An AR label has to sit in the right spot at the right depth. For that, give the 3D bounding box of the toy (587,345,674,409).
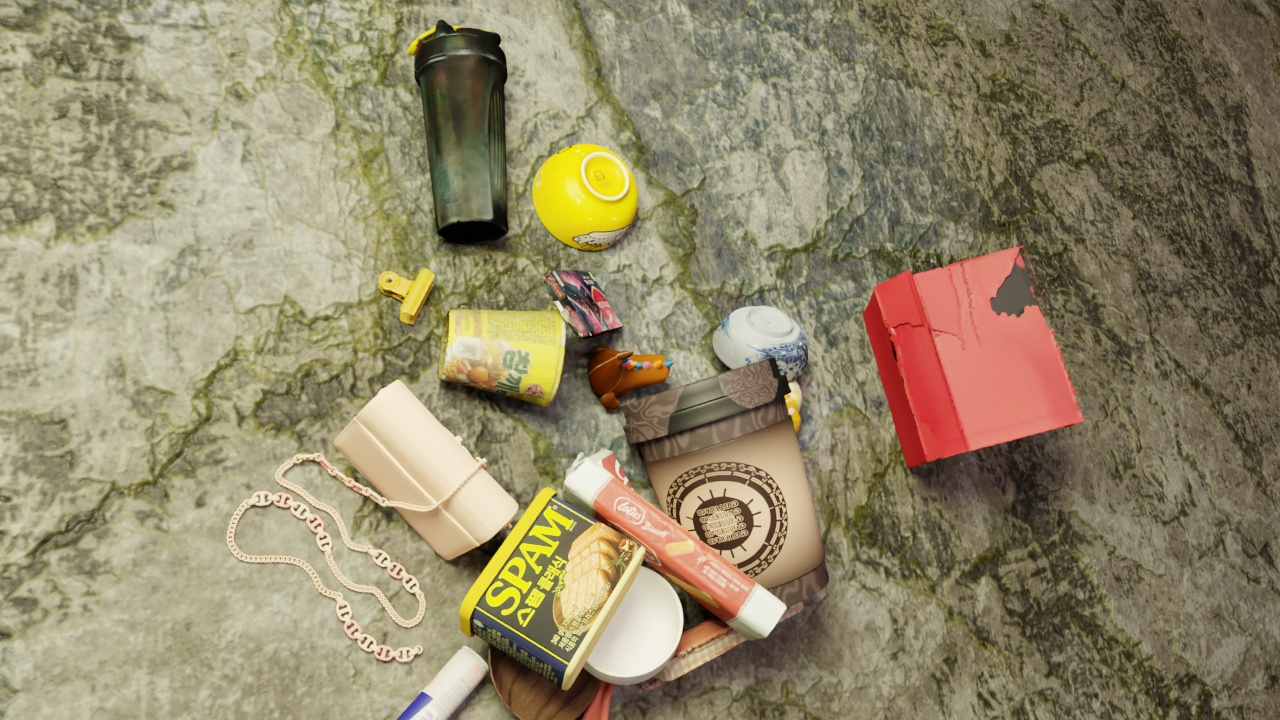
[{"bbox_3d":[-0.006,0.006,0.941,0.090,0.103,0.070,-4,74,-23],"label":"toy"}]

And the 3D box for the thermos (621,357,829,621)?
[{"bbox_3d":[0.093,0.128,0.920,0.172,0.173,0.226,-17,88,-32],"label":"thermos"}]

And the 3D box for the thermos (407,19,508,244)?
[{"bbox_3d":[-0.179,-0.234,0.933,0.098,0.098,0.220,1,78,-29],"label":"thermos"}]

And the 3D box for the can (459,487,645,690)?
[{"bbox_3d":[-0.073,0.195,0.786,0.104,0.075,0.134,28,56,11],"label":"can"}]

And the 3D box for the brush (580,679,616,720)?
[{"bbox_3d":[-0.025,0.296,0.865,0.030,0.041,0.172,58,43,-50],"label":"brush"}]

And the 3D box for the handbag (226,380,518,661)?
[{"bbox_3d":[-0.209,0.139,0.770,0.199,0.117,0.186,48,57,-7],"label":"handbag"}]

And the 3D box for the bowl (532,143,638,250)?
[{"bbox_3d":[-0.052,-0.186,0.999,0.117,0.068,0.117,10,68,-26],"label":"bowl"}]

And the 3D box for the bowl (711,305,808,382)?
[{"bbox_3d":[0.140,-0.028,1.031,0.114,0.045,0.114,9,38,-7],"label":"bowl"}]

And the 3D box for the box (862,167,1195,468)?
[{"bbox_3d":[0.361,-0.016,0.976,0.107,0.411,0.211,-9,77,-19],"label":"box"}]

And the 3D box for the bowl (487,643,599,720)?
[{"bbox_3d":[-0.093,0.271,0.833,0.119,0.032,0.119,20,57,-33],"label":"bowl"}]

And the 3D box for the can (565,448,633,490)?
[{"bbox_3d":[-0.031,0.140,0.907,0.053,0.054,0.096,-28,88,-33],"label":"can"}]

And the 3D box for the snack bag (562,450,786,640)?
[{"bbox_3d":[0.025,0.169,0.827,0.225,0.078,0.041,35,70,7],"label":"snack bag"}]

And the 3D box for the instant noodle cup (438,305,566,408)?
[{"bbox_3d":[-0.134,-0.009,0.881,0.108,0.102,0.102,7,69,-18],"label":"instant noodle cup"}]

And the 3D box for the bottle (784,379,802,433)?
[{"bbox_3d":[0.152,0.039,1.039,0.063,0.063,0.108,27,50,-19],"label":"bottle"}]

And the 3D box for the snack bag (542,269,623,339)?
[{"bbox_3d":[-0.056,-0.058,0.926,0.018,0.155,0.074,-32,89,12],"label":"snack bag"}]

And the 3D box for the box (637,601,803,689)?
[{"bbox_3d":[0.082,0.276,0.911,0.186,0.079,0.054,-17,55,-31],"label":"box"}]

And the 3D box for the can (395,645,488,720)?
[{"bbox_3d":[-0.173,0.292,0.788,0.032,0.032,0.095,49,57,-6],"label":"can"}]

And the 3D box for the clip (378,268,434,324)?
[{"bbox_3d":[-0.227,-0.068,0.886,0.048,0.045,0.054,45,56,-38],"label":"clip"}]

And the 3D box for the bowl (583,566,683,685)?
[{"bbox_3d":[-0.015,0.244,0.836,0.105,0.054,0.104,2,54,-3],"label":"bowl"}]
